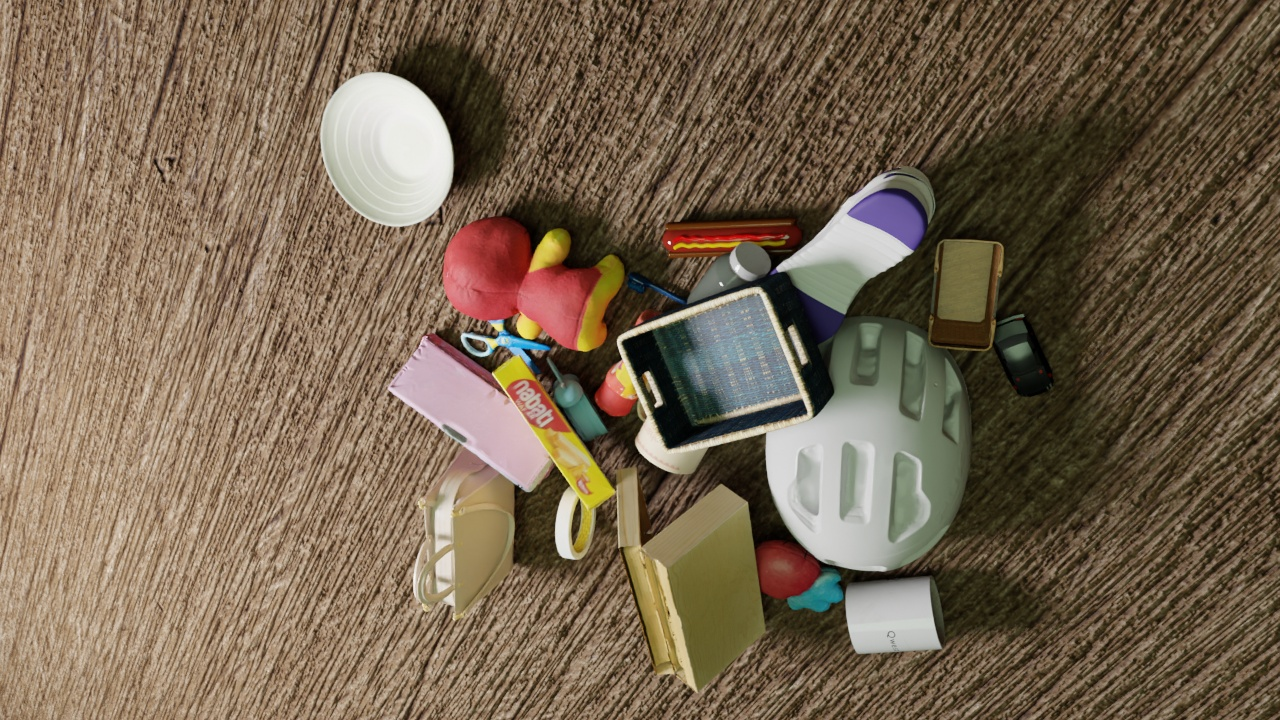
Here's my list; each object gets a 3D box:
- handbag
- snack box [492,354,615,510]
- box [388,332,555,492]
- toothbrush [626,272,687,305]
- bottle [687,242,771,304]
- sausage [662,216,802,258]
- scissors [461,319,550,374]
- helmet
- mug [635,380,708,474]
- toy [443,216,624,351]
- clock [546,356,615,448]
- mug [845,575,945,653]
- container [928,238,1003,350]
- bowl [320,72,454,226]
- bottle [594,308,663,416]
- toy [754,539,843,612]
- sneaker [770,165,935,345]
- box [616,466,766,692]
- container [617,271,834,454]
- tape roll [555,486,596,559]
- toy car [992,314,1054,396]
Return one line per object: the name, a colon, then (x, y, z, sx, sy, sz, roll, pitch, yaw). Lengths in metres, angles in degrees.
handbag: (-0.237, 0.235, 1.184, 0.101, 0.197, 0.195, 10, 114, 16)
snack box: (-0.103, 0.089, 1.108, 0.042, 0.092, 0.200, -35, 86, -6)
box: (-0.208, 0.069, 1.174, 0.232, 0.080, 0.099, 36, 118, 3)
toothbrush: (0.069, -0.055, 1.063, 0.190, 0.016, 0.017, 26, 124, 8)
bottle: (0.097, -0.080, 1.000, 0.060, 0.060, 0.109, 39, 141, 1)
sausage: (0.099, -0.135, 1.007, 0.156, 0.040, 0.040, 1, 111, 19)
scissors: (-0.175, -0.020, 1.165, 0.131, 0.018, 0.109, 46, 122, -3)
helmet: (0.250, 0.093, 1.012, 0.224, 0.183, 0.282, 9, 93, 12)
mug: (0.043, 0.061, 1.089, 0.111, 0.085, 0.104, 42, 113, 33)
toy: (-0.134, -0.091, 1.079, 0.216, 0.098, 0.148, 20, 108, 6)
clock: (-0.078, 0.046, 1.119, 0.042, 0.087, 0.123, -32, 100, -1)
mug: (0.308, 0.312, 1.094, 0.096, 0.082, 0.119, -12, 135, 23)
container: (0.331, -0.074, 0.936, 0.063, 0.061, 0.114, 5, 112, 17)
bowl: (-0.287, -0.251, 1.087, 0.177, 0.057, 0.177, 7, 112, 17)
bottle: (-0.006, 0.006, 1.082, 0.048, 0.071, 0.134, 32, 118, 2)
toy: (0.189, 0.264, 1.125, 0.133, 0.062, 0.092, 32, 140, -15)
sneaker: (0.212, -0.111, 0.949, 0.092, 0.110, 0.245, 40, 138, -2)
box: (0.045, 0.264, 1.089, 0.179, 0.141, 0.249, 13, 134, 29)
container: (0.088, 0.005, 0.954, 0.188, 0.071, 0.145, -18, 99, 35)
tape roll: (-0.082, 0.207, 1.176, 0.019, 0.093, 0.094, 4, 112, 18)
toy car: (0.397, -0.002, 0.954, 0.042, 0.036, 0.092, -24, 101, 26)
